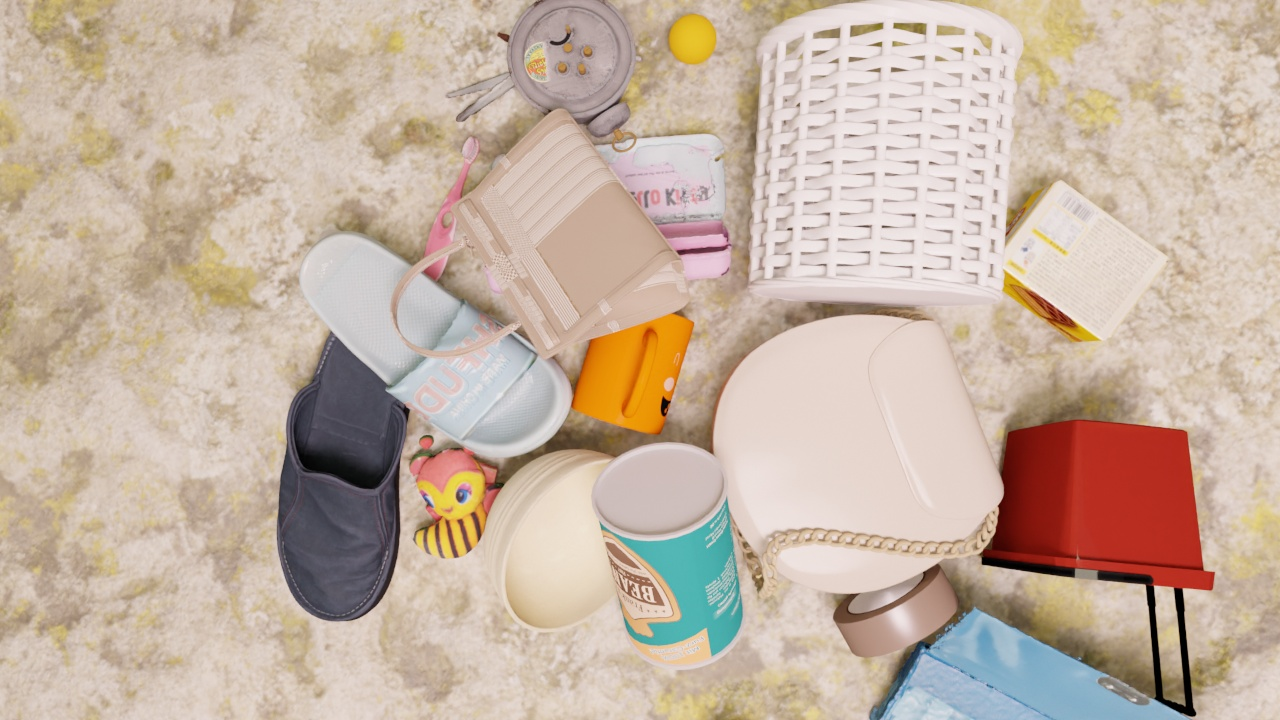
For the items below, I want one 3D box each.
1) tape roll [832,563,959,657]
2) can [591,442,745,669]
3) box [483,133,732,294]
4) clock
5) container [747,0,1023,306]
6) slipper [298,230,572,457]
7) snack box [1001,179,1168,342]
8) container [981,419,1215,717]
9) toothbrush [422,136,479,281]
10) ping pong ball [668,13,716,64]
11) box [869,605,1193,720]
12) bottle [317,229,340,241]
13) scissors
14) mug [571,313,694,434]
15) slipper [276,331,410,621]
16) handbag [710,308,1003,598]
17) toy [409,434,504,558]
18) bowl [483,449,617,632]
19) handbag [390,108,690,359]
[{"bbox_3d":[0.200,0.195,0.722,0.094,0.093,0.030,-29,87,4],"label":"tape roll"},{"bbox_3d":[0.024,0.150,0.701,0.099,0.099,0.144,-8,125,5],"label":"can"},{"bbox_3d":[-0.028,-0.124,0.754,0.201,0.111,0.101,-4,114,5],"label":"box"},{"bbox_3d":[-0.048,-0.234,0.755,0.104,0.056,0.148,-32,89,0],"label":"clock"},{"bbox_3d":[0.176,-0.140,0.680,0.189,0.189,0.187,3,90,5],"label":"container"},{"bbox_3d":[-0.168,-0.011,0.724,0.245,0.074,0.104,38,93,-1],"label":"slipper"},{"bbox_3d":[0.339,-0.076,0.729,0.106,0.061,0.083,37,92,4],"label":"snack box"},{"bbox_3d":[0.338,0.152,0.684,0.127,0.148,0.200,5,81,-2],"label":"container"},{"bbox_3d":[-0.164,-0.129,0.795,0.021,0.016,0.135,18,91,5],"label":"toothbrush"},{"bbox_3d":[0.044,-0.268,0.766,0.040,0.040,0.040,0,89,5],"label":"ping pong ball"},{"bbox_3d":[0.321,0.286,0.712,0.232,0.060,0.176,28,122,6],"label":"box"},{"bbox_3d":[-0.218,-0.063,0.784,0.136,0.044,0.044,31,92,4],"label":"bottle"},{"bbox_3d":[-0.084,-0.244,0.790,0.131,0.014,0.153,35,90,4],"label":"scissors"},{"bbox_3d":[-0.004,0.004,0.732,0.077,0.112,0.096,17,91,-7],"label":"mug"},{"bbox_3d":[-0.254,0.093,0.767,0.109,0.083,0.265,11,92,3],"label":"slipper"},{"bbox_3d":[0.162,0.071,0.722,0.208,0.103,0.210,-21,88,2],"label":"handbag"},{"bbox_3d":[-0.159,0.116,0.779,0.084,0.046,0.103,5,93,-1],"label":"toy"},{"bbox_3d":[-0.067,0.133,0.736,0.075,0.150,0.151,29,92,44],"label":"bowl"},{"bbox_3d":[-0.094,-0.070,0.680,0.198,0.062,0.175,-31,61,-6],"label":"handbag"}]
